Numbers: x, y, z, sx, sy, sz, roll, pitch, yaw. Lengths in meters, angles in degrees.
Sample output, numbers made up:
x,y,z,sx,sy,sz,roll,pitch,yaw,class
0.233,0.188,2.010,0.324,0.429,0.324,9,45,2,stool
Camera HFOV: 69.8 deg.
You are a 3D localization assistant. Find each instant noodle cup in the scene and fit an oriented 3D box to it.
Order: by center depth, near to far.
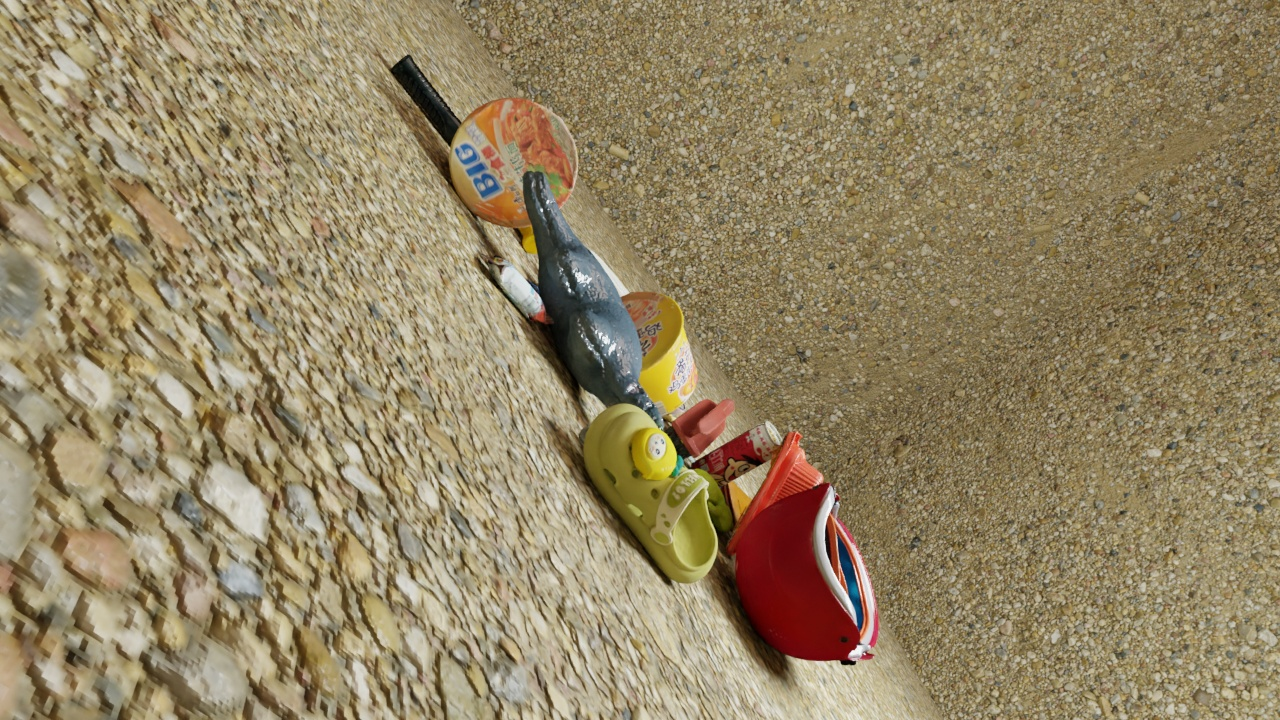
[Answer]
x,y,z,sx,sy,sz,roll,pitch,yaw,class
-0.156,-0.241,1.129,0.151,0.151,0.111,54,-1,-14,instant noodle cup
0.006,-0.002,1.162,0.110,0.138,0.138,60,2,-45,instant noodle cup
0.191,0.190,1.255,0.079,0.189,0.164,28,2,14,instant noodle cup

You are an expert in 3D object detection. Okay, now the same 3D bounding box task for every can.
x,y,z,sx,sy,sz,roll,pitch,yaw,class
0.142,0.142,1.347,0.053,0.133,0.053,48,22,-26,can

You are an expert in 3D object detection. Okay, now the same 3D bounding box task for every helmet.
x,y,z,sx,sy,sz,roll,pitch,yaw,class
0.196,0.267,1.108,0.240,0.144,0.206,46,32,-56,helmet

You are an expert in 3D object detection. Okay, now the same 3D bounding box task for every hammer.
x,y,z,sx,sy,sz,roll,pitch,yaw,class
-0.226,-0.278,1.243,0.301,0.033,0.128,52,8,-26,hammer

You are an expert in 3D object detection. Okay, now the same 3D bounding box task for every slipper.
x,y,z,sx,sy,sz,roll,pitch,yaw,class
0.027,0.120,0.843,0.091,0.082,0.190,-46,111,-43,slipper

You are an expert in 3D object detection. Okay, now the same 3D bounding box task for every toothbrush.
x,y,z,sx,sy,sz,roll,pitch,yaw,class
-0.140,-0.094,1.079,0.014,0.016,0.189,51,3,14,toothbrush

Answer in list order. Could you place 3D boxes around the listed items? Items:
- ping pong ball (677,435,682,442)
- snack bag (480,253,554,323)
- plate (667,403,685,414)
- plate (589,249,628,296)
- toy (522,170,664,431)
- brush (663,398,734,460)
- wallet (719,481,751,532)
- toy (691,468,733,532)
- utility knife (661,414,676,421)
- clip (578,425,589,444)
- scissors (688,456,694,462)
x,y,z,sx,sy,sz,roll,pitch,yaw,class
0.077,0.114,1.442,0.040,0.040,0.040,54,8,-11,ping pong ball
-0.132,-0.077,0.987,0.104,0.026,0.048,52,-6,-36,snack bag
-0.008,0.008,1.335,0.192,0.039,0.192,50,7,-9,plate
-0.019,-0.069,1.340,0.265,0.034,0.162,54,8,23,plate
-0.057,-0.047,1.033,0.138,0.091,0.356,87,-21,-65,toy
0.096,0.094,1.375,0.063,0.069,0.145,57,29,1,brush
0.166,0.254,1.408,0.130,0.035,0.119,46,19,-35,wallet
0.100,0.193,1.284,0.100,0.031,0.096,57,9,11,toy
0.032,0.082,1.421,0.031,0.020,0.190,52,10,15,utility knife
-0.038,0.087,0.880,0.058,0.027,0.043,57,15,13,clip
0.099,0.173,1.433,0.133,0.017,0.130,50,12,-14,scissors
